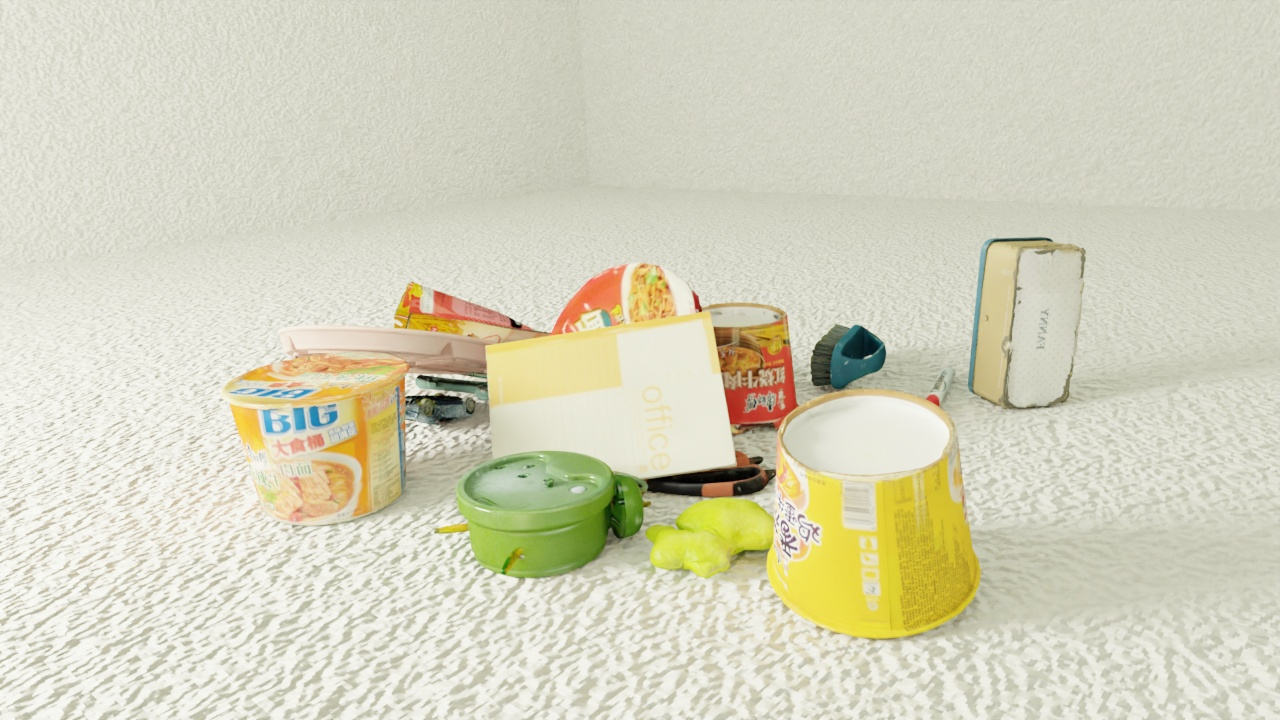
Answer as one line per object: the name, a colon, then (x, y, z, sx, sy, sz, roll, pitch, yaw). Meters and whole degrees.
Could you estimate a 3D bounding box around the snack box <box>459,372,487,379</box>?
snack box: (-0.142, 0.014, 1.062, 0.156, 0.027, 0.077, 7, -1, 30)

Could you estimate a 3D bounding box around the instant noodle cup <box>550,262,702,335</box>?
instant noodle cup: (-0.005, 0.005, 0.893, 0.194, 0.193, 0.065, 12, -8, 41)

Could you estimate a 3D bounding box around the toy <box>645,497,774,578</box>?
toy: (0.054, 0.125, 0.669, 0.097, 0.031, 0.099, 7, 22, 22)

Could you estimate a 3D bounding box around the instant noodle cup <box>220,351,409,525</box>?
instant noodle cup: (-0.267, 0.065, 0.782, 0.151, 0.111, 0.151, -2, 16, 1)

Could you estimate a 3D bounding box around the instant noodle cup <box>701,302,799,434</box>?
instant noodle cup: (0.097, 0.003, 0.951, 0.138, 0.109, 0.137, -3, 16, 1)

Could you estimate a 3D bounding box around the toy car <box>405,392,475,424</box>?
toy car: (-0.218, 0.051, 0.965, 0.049, 0.031, 0.105, 8, 5, 30)

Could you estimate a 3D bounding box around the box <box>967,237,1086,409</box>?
box: (0.394, -0.045, 0.938, 0.089, 0.184, 0.063, -1, 12, -15)

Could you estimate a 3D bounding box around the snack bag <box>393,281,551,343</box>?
snack bag: (-0.173, -0.034, 1.056, 0.207, 0.073, 0.129, 11, -6, -26)

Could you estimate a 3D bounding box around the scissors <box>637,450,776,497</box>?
scissors: (0.002, 0.097, 0.808, 0.210, 0.015, 0.181, 10, 21, 36)

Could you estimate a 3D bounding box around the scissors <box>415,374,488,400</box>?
scissors: (-0.168, 0.031, 0.978, 0.170, 0.019, 0.174, 5, 0, 8)

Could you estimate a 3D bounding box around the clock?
clock: (-0.064, 0.110, 0.697, 0.160, 0.056, 0.116, -16, 22, -39)

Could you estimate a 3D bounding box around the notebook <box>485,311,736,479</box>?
notebook: (-0.030, 0.038, 0.795, 0.206, 0.145, 0.010, -8, -22, 3)

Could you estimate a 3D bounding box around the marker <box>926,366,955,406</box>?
marker: (0.320, 0.032, 0.982, 0.017, 0.017, 0.144, 5, 18, 25)

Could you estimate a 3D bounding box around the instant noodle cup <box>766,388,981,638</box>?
instant noodle cup: (0.146, 0.090, 0.591, 0.138, 0.110, 0.137, -8, 26, 4)

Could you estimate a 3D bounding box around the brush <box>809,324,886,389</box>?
brush: (0.243, -0.005, 1.051, 0.074, 0.055, 0.143, 4, 17, 24)

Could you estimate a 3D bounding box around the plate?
plate: (-0.251, -0.007, 0.942, 0.229, 0.028, 0.229, 3, -5, 0)
